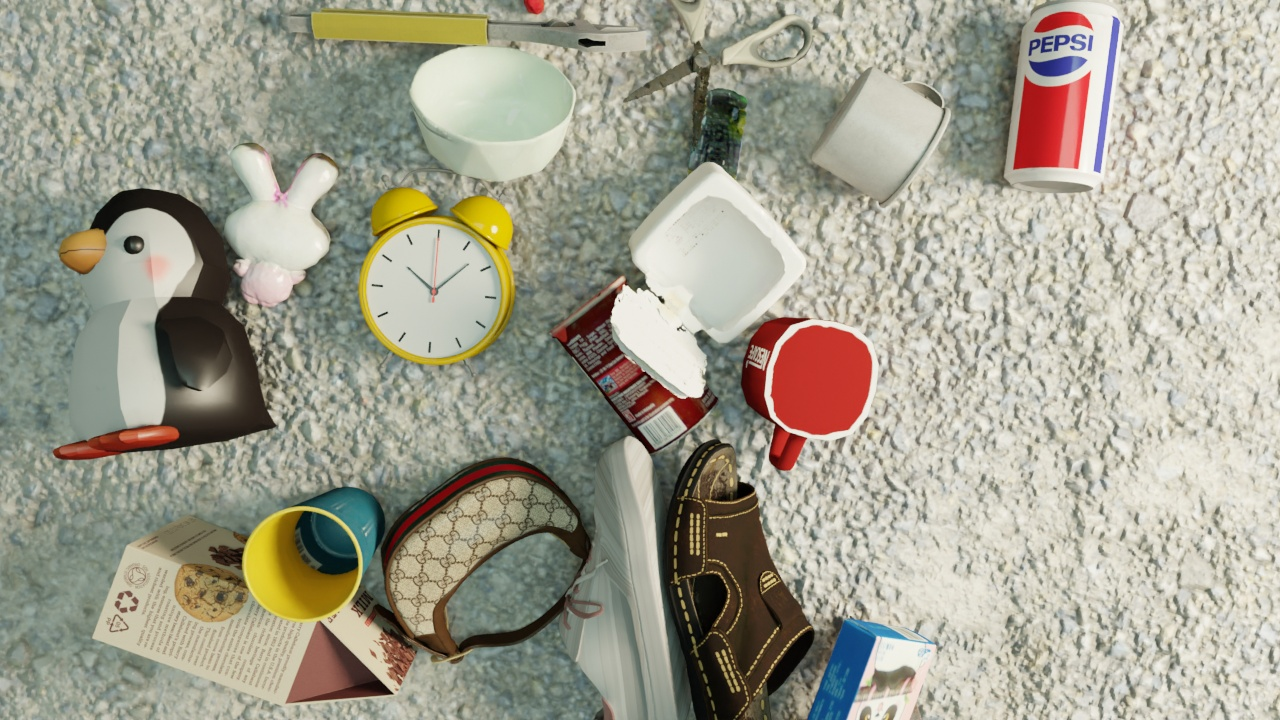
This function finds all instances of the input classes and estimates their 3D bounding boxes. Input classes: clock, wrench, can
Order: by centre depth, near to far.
[{"bbox_3d":[-0.131,-0.243,0.673,0.273,0.083,0.018,3,117,2],"label":"wrench"},{"bbox_3d":[-0.152,-0.067,0.691,0.113,0.052,0.152,6,97,-3],"label":"clock"},{"bbox_3d":[0.321,-0.198,0.697,0.070,0.070,0.132,6,93,-4],"label":"can"}]

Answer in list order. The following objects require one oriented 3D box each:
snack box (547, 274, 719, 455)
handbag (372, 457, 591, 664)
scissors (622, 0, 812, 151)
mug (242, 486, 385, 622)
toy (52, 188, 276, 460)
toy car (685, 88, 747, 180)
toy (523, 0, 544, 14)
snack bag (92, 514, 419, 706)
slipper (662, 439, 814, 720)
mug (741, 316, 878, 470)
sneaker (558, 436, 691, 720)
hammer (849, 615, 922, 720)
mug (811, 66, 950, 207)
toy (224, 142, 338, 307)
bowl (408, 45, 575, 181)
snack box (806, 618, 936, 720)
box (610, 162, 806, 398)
[{"bbox_3d":[-0.004,0.004,0.693,0.072,0.072,0.121,-39,96,0],"label":"snack box"},{"bbox_3d":[-0.119,0.160,0.705,0.166,0.063,0.138,-37,106,-7],"label":"handbag"},{"bbox_3d":[0.058,-0.239,0.696,0.157,0.013,0.170,-6,83,-11],"label":"scissors"},{"bbox_3d":[-0.227,0.132,0.664,0.078,0.121,0.078,0,93,-4],"label":"mug"},{"bbox_3d":[-0.335,-0.029,0.658,0.159,0.139,0.184,-12,83,38],"label":"toy"},{"bbox_3d":[0.057,-0.163,0.706,0.038,0.027,0.090,9,91,-3],"label":"toy car"},{"bbox_3d":[-0.054,-0.321,0.671,0.094,0.088,0.133,4,106,-21],"label":"toy"},{"bbox_3d":[-0.269,0.193,0.679,0.206,0.094,0.070,21,92,-4],"label":"snack bag"},{"bbox_3d":[0.078,0.190,0.666,0.076,0.112,0.267,-11,84,29],"label":"slipper"},{"bbox_3d":[0.120,0.026,0.688,0.080,0.096,0.116,12,93,-4],"label":"mug"},{"bbox_3d":[-0.023,0.175,0.678,0.089,0.099,0.236,-7,98,11],"label":"sneaker"},{"bbox_3d":[0.067,0.303,0.722,0.314,0.035,0.138,-13,94,-7],"label":"hammer"},{"bbox_3d":[0.185,-0.178,0.692,0.070,0.084,0.113,31,62,-2],"label":"mug"},{"bbox_3d":[-0.273,-0.101,0.689,0.079,0.038,0.122,11,93,-16],"label":"toy"},{"bbox_3d":[-0.107,-0.172,0.670,0.117,0.061,0.117,4,51,-6],"label":"bowl"},{"bbox_3d":[0.159,0.271,0.678,0.088,0.033,0.154,21,89,-41],"label":"snack box"},{"bbox_3d":[0.036,-0.050,0.653,0.107,0.132,0.152,43,102,-12],"label":"box"}]
